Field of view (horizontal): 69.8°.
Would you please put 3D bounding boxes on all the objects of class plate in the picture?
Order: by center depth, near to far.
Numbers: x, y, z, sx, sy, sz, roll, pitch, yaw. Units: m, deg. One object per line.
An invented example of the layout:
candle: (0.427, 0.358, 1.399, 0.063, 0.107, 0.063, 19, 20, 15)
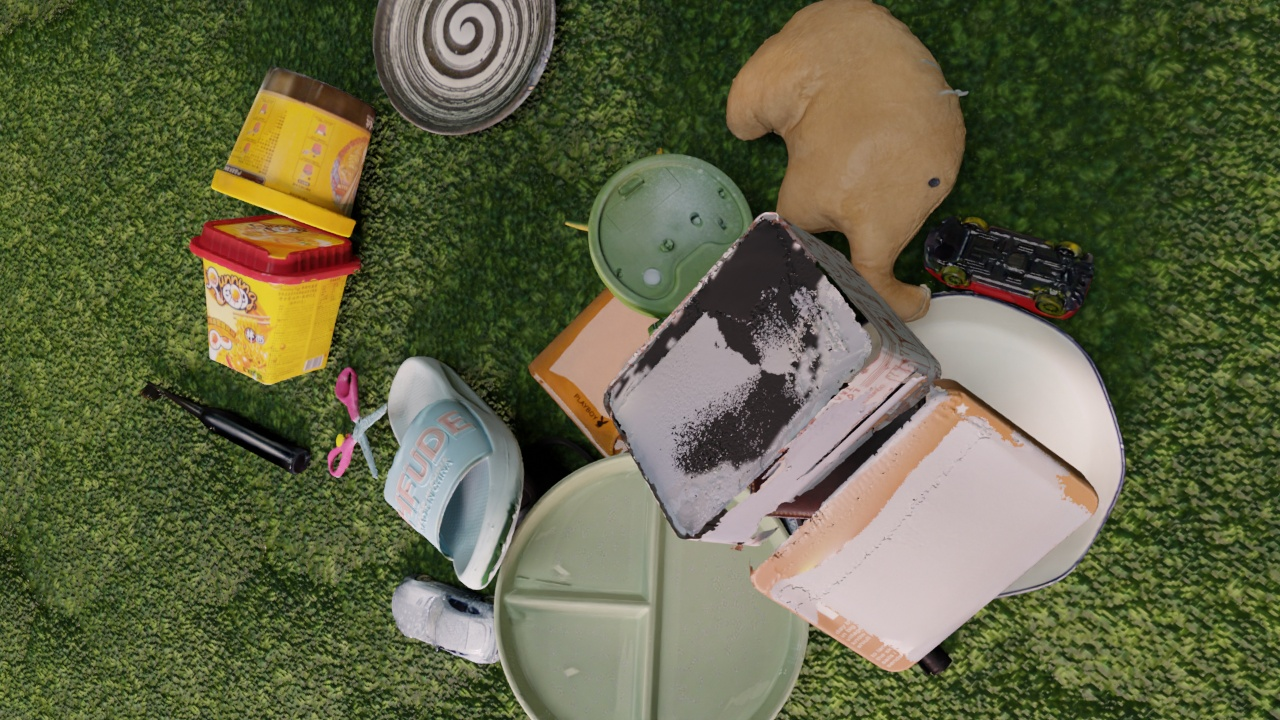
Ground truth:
plate: (0.213, 0.058, 0.625, 0.205, 0.045, 0.205, 1, 92, 22)
plate: (0.008, 0.181, 0.674, 0.230, 0.027, 0.230, 0, 74, -1)
plate: (-0.146, -0.277, 0.772, 0.180, 0.024, 0.179, 1, 92, 24)

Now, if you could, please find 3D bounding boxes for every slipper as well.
slipper: (-0.160, 0.072, 0.718, 0.245, 0.074, 0.104, 46, 117, 48)

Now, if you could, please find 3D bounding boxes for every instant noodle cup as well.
instant noodle cup: (-0.291, -0.180, 0.791, 0.118, 0.118, 0.114, 20, 93, 21)
instant noodle cup: (-0.326, -0.054, 0.816, 0.116, 0.115, 0.124, 21, 112, 20)

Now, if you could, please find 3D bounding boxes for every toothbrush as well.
toothbrush: (-0.411, 0.061, 0.896, 0.213, 0.026, 0.027, 20, 61, 21)

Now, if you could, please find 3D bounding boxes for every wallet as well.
wallet: (0.132, 0.062, 0.625, 0.122, 0.020, 0.096, 0, 92, 26)
wallet: (-0.004, 0.004, 0.708, 0.131, 0.035, 0.119, -44, 79, 14)

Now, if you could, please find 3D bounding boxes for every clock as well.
clock: (0.032, -0.071, 0.658, 0.116, 0.056, 0.161, -40, 84, -9)

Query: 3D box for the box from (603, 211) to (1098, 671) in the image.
box: (0.116, 0.056, 0.560, 0.271, 0.132, 0.180, 45, 113, 10)

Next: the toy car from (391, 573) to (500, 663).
toy car: (-0.167, 0.225, 0.797, 0.121, 0.036, 0.054, 12, 97, 25)

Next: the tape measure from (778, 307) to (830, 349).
tape measure: (0.122, -0.031, 0.670, 0.054, 0.025, 0.058, 32, 108, 16)

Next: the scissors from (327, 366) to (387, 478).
scissors: (-0.251, 0.055, 0.813, 0.134, 0.017, 0.131, -33, 59, 46)

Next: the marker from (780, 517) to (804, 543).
marker: (0.109, 0.106, 0.687, 0.018, 0.015, 0.124, -20, 87, 29)

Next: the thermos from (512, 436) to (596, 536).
thermos: (-0.028, 0.172, 0.721, 0.090, 0.068, 0.242, -36, 78, 6)

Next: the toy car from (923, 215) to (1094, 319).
toy car: (0.242, -0.063, 0.611, 0.106, 0.031, 0.049, 20, 71, 18)

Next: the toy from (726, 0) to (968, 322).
toy: (0.148, -0.138, 0.610, 0.144, 0.082, 0.226, -37, 66, 33)

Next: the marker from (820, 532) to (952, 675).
marker: (0.171, 0.169, 0.662, 0.132, 0.020, 0.022, 49, 133, 12)
